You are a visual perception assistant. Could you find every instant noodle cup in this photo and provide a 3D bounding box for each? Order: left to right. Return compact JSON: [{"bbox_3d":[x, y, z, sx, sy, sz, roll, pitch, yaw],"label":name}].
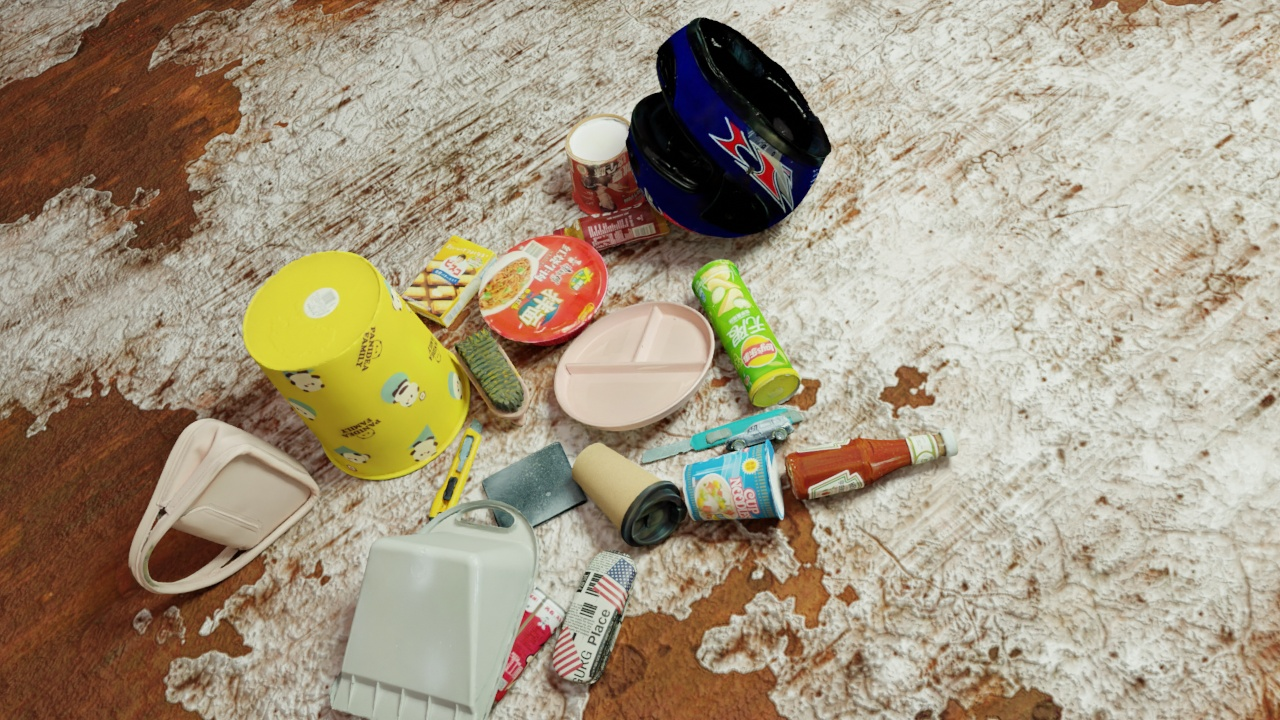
[{"bbox_3d":[-0.136,-0.092,1.346,0.194,0.066,0.193,-5,58,9],"label":"instant noodle cup"},{"bbox_3d":[-0.053,-0.309,1.438,0.138,0.109,0.137,-6,58,9],"label":"instant noodle cup"},{"bbox_3d":[0.112,0.154,1.123,0.110,0.099,0.099,-12,56,14],"label":"instant noodle cup"}]

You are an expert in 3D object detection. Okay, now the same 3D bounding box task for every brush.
[{"bbox_3d":[-0.201,0.026,1.281,0.063,0.073,0.145,-31,62,-14],"label":"brush"}]

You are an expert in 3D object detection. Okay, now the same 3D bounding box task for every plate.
[{"bbox_3d":[-0.007,0.007,1.245,0.230,0.028,0.229,-14,43,13],"label":"plate"}]

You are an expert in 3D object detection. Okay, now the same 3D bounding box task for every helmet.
[{"bbox_3d":[0.098,-0.303,1.287,0.241,0.315,0.247,-35,50,31],"label":"helmet"}]

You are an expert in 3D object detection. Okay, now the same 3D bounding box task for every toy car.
[{"bbox_3d":[0.151,0.095,1.170,0.090,0.043,0.034,-18,83,3],"label":"toy car"}]

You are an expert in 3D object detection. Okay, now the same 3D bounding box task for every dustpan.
[{"bbox_3d":[-0.230,0.298,1.110,0.223,0.142,0.257,3,84,29],"label":"dustpan"}]

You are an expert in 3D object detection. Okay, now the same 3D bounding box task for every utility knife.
[{"bbox_3d":[-0.250,0.152,1.245,0.033,0.015,0.171,9,61,14],"label":"utility knife"},{"bbox_3d":[0.105,0.098,1.201,0.218,0.013,0.029,-17,57,2],"label":"utility knife"}]

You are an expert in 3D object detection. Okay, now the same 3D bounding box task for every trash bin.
[{"bbox_3d":[-0.379,0.003,1.226,0.230,0.255,0.229,-6,57,9],"label":"trash bin"}]

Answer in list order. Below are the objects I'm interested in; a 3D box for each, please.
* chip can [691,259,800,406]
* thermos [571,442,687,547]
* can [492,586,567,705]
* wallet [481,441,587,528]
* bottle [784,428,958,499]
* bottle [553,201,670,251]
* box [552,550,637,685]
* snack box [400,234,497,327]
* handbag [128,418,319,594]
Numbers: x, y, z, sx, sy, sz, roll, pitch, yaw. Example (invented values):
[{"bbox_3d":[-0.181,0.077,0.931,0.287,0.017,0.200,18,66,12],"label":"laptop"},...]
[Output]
[{"bbox_3d":[0.139,-0.042,1.248,0.072,0.073,0.221,-23,56,-2],"label":"chip can"},{"bbox_3d":[-0.018,0.165,1.148,0.093,0.093,0.143,-43,51,-15],"label":"thermos"},{"bbox_3d":[-0.147,0.335,1.084,0.053,0.053,0.132,30,69,27],"label":"can"},{"bbox_3d":[-0.142,0.172,1.208,0.121,0.019,0.097,-27,57,-3],"label":"wallet"},{"bbox_3d":[0.282,0.122,1.121,0.206,0.060,0.059,-13,56,4],"label":"bottle"},{"bbox_3d":[-0.044,-0.199,1.397,0.175,0.057,0.057,-13,56,4],"label":"bottle"},{"bbox_3d":[-0.052,0.305,1.094,0.068,0.051,0.164,19,65,11],"label":"box"},{"bbox_3d":[-0.294,-0.124,1.421,0.087,0.034,0.140,25,65,25],"label":"snack box"},{"bbox_3d":[-0.553,0.205,1.188,0.093,0.193,0.234,30,79,29],"label":"handbag"}]
